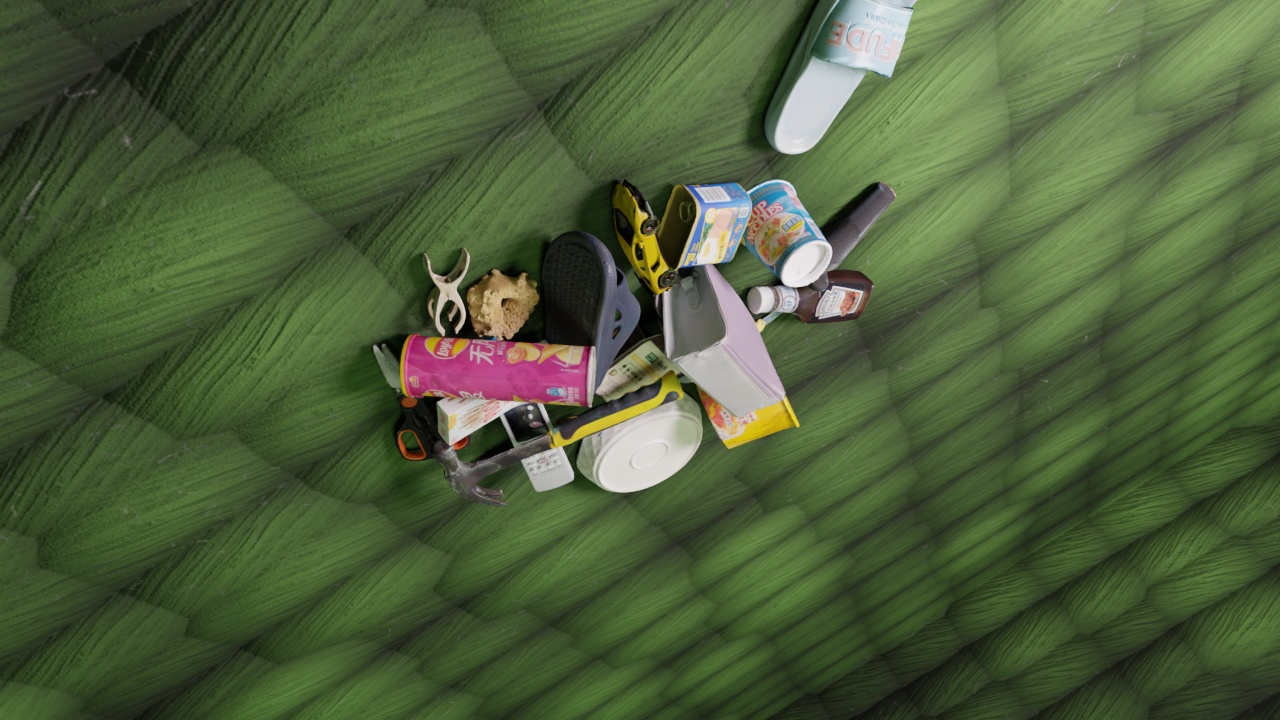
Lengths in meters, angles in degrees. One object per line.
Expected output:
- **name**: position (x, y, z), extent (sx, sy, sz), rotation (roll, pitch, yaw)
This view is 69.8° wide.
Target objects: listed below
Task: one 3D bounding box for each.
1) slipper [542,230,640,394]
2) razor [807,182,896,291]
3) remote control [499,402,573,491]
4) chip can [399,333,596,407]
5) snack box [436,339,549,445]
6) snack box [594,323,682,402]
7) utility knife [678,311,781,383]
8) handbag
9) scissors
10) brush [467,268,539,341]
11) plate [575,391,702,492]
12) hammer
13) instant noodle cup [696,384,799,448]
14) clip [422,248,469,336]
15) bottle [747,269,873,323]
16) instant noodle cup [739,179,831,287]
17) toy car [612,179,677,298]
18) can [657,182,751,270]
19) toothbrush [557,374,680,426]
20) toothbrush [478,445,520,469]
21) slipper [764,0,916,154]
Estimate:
- **slipper**: position (-0.057, -0.059, 1.084), extent (0.083, 0.110, 0.269), rotation (-31, 153, -29)
- **razor**: position (0.274, -0.168, 1.225), extent (0.168, 0.062, 0.067), rotation (-48, 171, 13)
- **remote control**: position (-0.139, 0.110, 1.223), extent (0.058, 0.021, 0.150), rotation (-19, 119, 4)
- **chip can**: position (-0.157, 0.011, 1.028), extent (0.210, 0.071, 0.071), rotation (3, 140, 4)
- **snack box**: position (-0.175, 0.039, 1.120), extent (0.156, 0.027, 0.085), rotation (-33, 161, -24)
- **snack box**: position (-0.007, 0.007, 1.222), extent (0.126, 0.053, 0.113), rotation (-37, 144, 8)
- **utility knife**: position (0.141, -0.030, 1.317), extent (0.210, 0.022, 0.031), rotation (-40, 150, -3)
- **handbag**: position (0.099, -0.028, 1.184), extent (0.099, 0.144, 0.197), rotation (-20, 147, 21)
- **scissors**: position (-0.262, 0.047, 1.111), extent (0.141, 0.021, 0.236), rotation (-1, 139, -18)
- **brush**: position (-0.185, -0.010, 1.097), extent (0.083, 0.046, 0.255), rotation (-9, 142, -33)
- **plate**: position (0.006, 0.129, 1.382), extent (0.204, 0.045, 0.205), rotation (-20, 142, -16)
- **hammer**: position (-0.097, 0.096, 1.187), extent (0.323, 0.032, 0.126), rotation (-23, 129, -3)
- **instant noodle cup**: position (0.152, 0.057, 1.336), extent (0.110, 0.138, 0.138), rotation (-26, 144, 9)
- **clip**: position (-0.212, -0.076, 1.003), extent (0.071, 0.034, 0.100), rotation (-12, 131, -23)
- **bottle**: position (0.238, -0.089, 1.292), extent (0.194, 0.044, 0.080), rotation (-4, 130, -30)
- **instant noodle cup**: position (0.176, -0.150, 1.121), extent (0.099, 0.110, 0.099), rotation (-19, 141, -16)
- **toy car**: position (0.000, -0.138, 1.045), extent (0.041, 0.071, 0.156), rotation (-30, 142, -8)
- **can**: position (0.075, -0.160, 1.085), extent (0.083, 0.057, 0.102), rotation (-10, 139, -30)
- **toothbrush**: position (-0.029, 0.058, 1.296), extent (0.191, 0.016, 0.018), rotation (-22, -173, -10)
- **toothbrush**: position (-0.120, 0.107, 1.250), extent (0.213, 0.026, 0.027), rotation (-22, 151, 7)
- **slipper**: position (0.220, -0.320, 0.983), extent (0.103, 0.074, 0.246), rotation (3, 133, -36)
